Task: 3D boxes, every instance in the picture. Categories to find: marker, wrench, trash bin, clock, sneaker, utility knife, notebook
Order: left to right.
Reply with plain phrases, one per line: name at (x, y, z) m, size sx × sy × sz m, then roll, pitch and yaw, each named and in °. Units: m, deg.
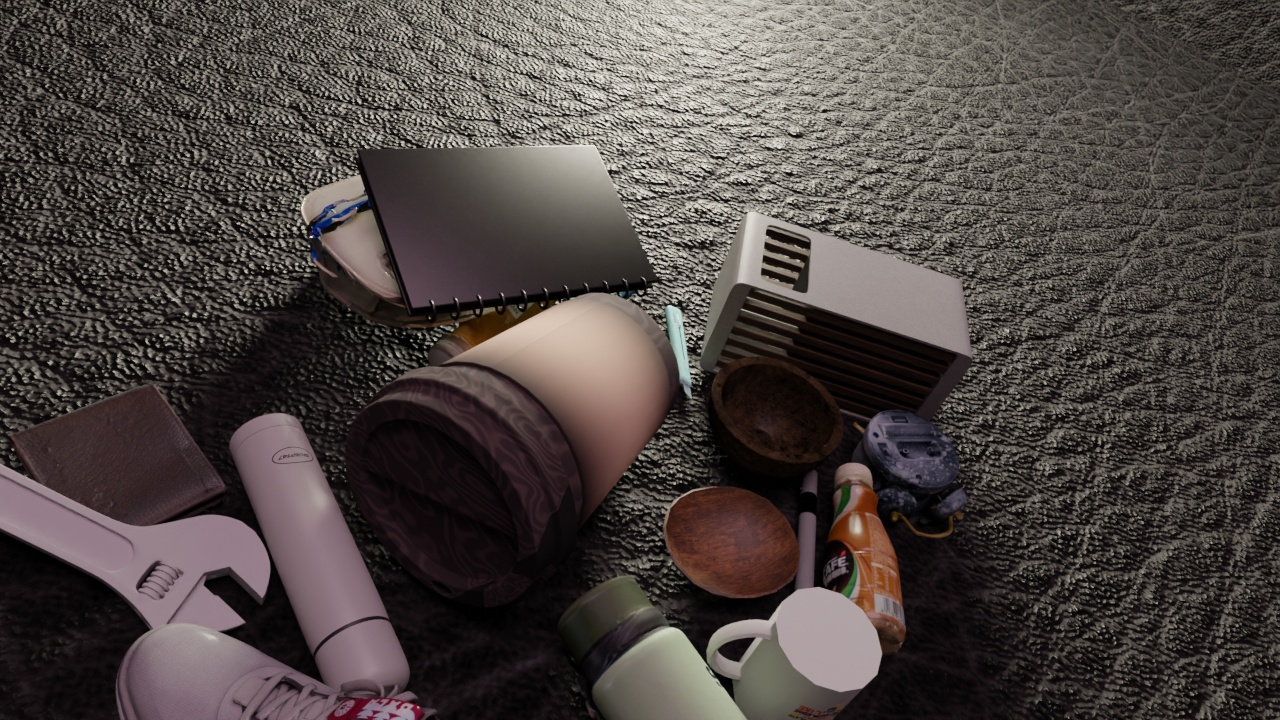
wrench at (-0.372, 0.097, 0.597) m, size 0.273 × 0.018 × 0.086 m, roll 29°, pitch 52°, yaw -5°
sneaker at (-0.169, 0.210, 0.499) m, size 0.263 × 0.129 × 0.096 m, roll 30°, pitch 29°, yaw 7°
notebook at (-0.110, -0.117, 0.798) m, size 0.231 × 0.019 × 0.169 m, roll -10°, pitch 65°, yaw -32°
utility knife at (0.037, -0.008, 0.889) m, size 0.022 × 0.015 × 0.119 m, roll 33°, pitch 35°, yaw -35°
marker at (0.139, 0.147, 0.771) m, size 0.016 × 0.016 × 0.140 m, roll 17°, pitch 44°, yaw -3°
trash bin at (0.188, -0.036, 0.897) m, size 0.229 × 0.115 × 0.114 m, roll 18°, pitch 44°, yaw -3°
clock at (0.242, 0.102, 0.827) m, size 0.090 × 0.052 × 0.129 m, roll 2°, pitch 46°, yaw -19°

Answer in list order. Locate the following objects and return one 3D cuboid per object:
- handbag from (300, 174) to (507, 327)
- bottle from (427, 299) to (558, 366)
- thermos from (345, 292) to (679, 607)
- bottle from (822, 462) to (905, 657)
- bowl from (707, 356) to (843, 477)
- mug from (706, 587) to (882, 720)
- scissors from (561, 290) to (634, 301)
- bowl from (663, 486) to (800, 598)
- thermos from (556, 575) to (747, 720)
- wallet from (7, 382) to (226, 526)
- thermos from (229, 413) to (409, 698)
handbag at (-0.188, -0.107, 0.813) m, size 0.200 × 0.093 × 0.199 m, roll -27°, pitch 48°, yaw -30°
bottle at (-0.122, -0.046, 0.838) m, size 0.053 × 0.053 × 0.185 m, roll 30°, pitch 45°, yaw 10°
thermos at (-0.079, 0.050, 0.688) m, size 0.173 × 0.173 × 0.225 m, roll 34°, pitch 39°, yaw 13°
bottle at (0.178, 0.155, 0.745) m, size 0.059 × 0.059 × 0.166 m, roll 15°, pitch 44°, yaw -6°
bowl at (0.113, 0.060, 0.818) m, size 0.121 × 0.056 × 0.121 m, roll 10°, pitch 44°, yaw -11°
mug at (0.100, 0.210, 0.641) m, size 0.105 × 0.090 × 0.073 m, roll 18°, pitch 44°, yaw -3°
scissors at (-0.041, -0.056, 0.904) m, size 0.148 × 0.019 × 0.132 m, roll -1°, pitch 47°, yaw -22°
bowl at (0.070, 0.150, 0.735) m, size 0.114 × 0.026 × 0.102 m, roll -1°, pitch 48°, yaw -22°
thermos at (0.029, 0.247, 0.592) m, size 0.082 × 0.083 × 0.231 m, roll -20°, pitch 57°, yaw -35°
wallet at (-0.368, 0.074, 0.648) m, size 0.099 × 0.031 × 0.120 m, roll -28°, pitch 64°, yaw -36°
thermos at (-0.220, 0.134, 0.625) m, size 0.052 × 0.052 × 0.224 m, roll -16°, pitch 54°, yaw -32°
